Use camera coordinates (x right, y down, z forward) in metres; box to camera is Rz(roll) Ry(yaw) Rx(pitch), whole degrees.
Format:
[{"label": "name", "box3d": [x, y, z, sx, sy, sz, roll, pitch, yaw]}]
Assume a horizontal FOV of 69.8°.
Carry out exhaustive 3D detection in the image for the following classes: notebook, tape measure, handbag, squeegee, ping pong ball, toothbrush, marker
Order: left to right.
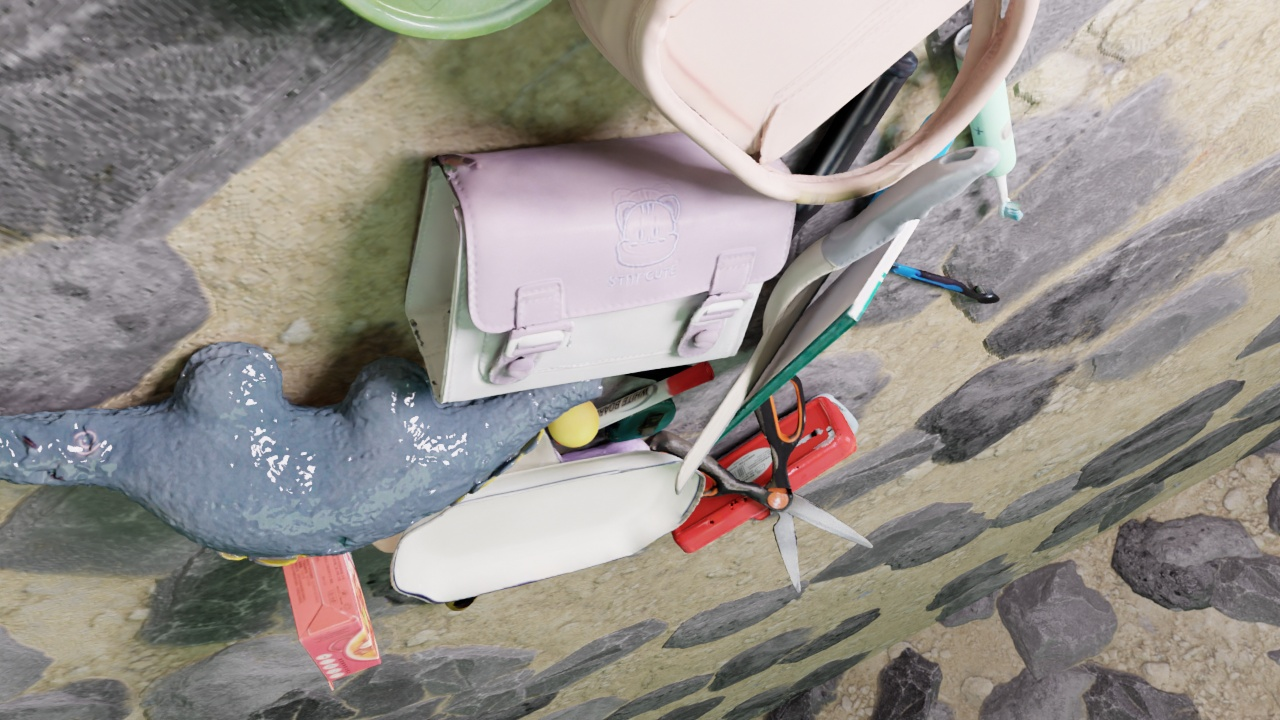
[{"label": "ping pong ball", "box3d": [-0.052, 0.047, 0.710, 0.040, 0.040, 0.040, -19, 150, -12]}, {"label": "handbag", "box3d": [-0.023, -0.056, 0.525, 0.196, 0.098, 0.145, -10, 141, -26]}, {"label": "marker", "box3d": [-0.008, 0.035, 0.722, 0.145, 0.017, 0.017, -25, 153, 23]}, {"label": "marker", "box3d": [-0.004, 0.004, 0.701, 0.131, 0.020, 0.022, 12, 132, -48]}, {"label": "tape measure", "box3d": [0.002, 0.046, 0.767, 0.058, 0.025, 0.055, -11, 148, -26]}, {"label": "notebook", "box3d": [0.116, -0.018, 0.655, 0.150, 0.012, 0.210, -50, 179, -40]}, {"label": "toothbrush", "box3d": [0.112, -0.112, 0.602, 0.027, 0.026, 0.213, 21, 137, -8]}, {"label": "squeegee", "box3d": [0.115, -0.056, 0.536, 0.245, 0.039, 0.247, -51, -179, -31]}, {"label": "handbag", "box3d": [0.097, -0.154, 0.424, 0.193, 0.093, 0.234, -38, 142, 12]}, {"label": "toothbrush", "box3d": [0.262, -0.069, 0.798, 0.189, 0.016, 0.014, 8, 145, -41]}, {"label": "toothbrush", "box3d": [0.244, -0.152, 0.634, 0.026, 0.027, 0.224, -57, 148, -4]}]

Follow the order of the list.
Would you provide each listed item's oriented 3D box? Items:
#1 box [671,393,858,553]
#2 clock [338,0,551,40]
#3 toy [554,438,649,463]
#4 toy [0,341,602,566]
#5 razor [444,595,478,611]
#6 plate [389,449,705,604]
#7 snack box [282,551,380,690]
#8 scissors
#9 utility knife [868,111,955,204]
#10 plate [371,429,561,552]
[{"label": "box", "box3d": [0.129, 0.121, 0.912, 0.202, 0.112, 0.099, -36, 124, 14]}, {"label": "clock", "box3d": [-0.058, -0.189, 0.320, 0.161, 0.056, 0.116, -35, 149, 16]}, {"label": "toy", "box3d": [-0.039, 0.094, 0.797, 0.107, 0.039, 0.084, -10, 138, -23]}, {"label": "toy", "box3d": [-0.200, 0.058, 0.551, 0.355, 0.091, 0.138, -2, 129, -21]}, {"label": "razor", "box3d": [-0.158, 0.198, 0.852, 0.062, 0.067, 0.168, -10, 153, -26]}, {"label": "plate", "box3d": [-0.074, 0.129, 0.750, 0.265, 0.034, 0.162, -9, 144, -24]}, {"label": "snack box", "box3d": [-0.238, 0.175, 0.699, 0.044, 0.113, 0.127, -17, 150, -17]}, {"label": "scissors", "box3d": [0.113, 0.106, 0.826, 0.221, 0.021, 0.231, 11, 110, 2]}, {"label": "utility knife", "box3d": [0.186, -0.136, 0.601, 0.034, 0.018, 0.210, -11, 155, -16]}, {"label": "plate", "box3d": [-0.149, 0.082, 0.698, 0.163, 0.034, 0.164, -23, 150, -4]}]
